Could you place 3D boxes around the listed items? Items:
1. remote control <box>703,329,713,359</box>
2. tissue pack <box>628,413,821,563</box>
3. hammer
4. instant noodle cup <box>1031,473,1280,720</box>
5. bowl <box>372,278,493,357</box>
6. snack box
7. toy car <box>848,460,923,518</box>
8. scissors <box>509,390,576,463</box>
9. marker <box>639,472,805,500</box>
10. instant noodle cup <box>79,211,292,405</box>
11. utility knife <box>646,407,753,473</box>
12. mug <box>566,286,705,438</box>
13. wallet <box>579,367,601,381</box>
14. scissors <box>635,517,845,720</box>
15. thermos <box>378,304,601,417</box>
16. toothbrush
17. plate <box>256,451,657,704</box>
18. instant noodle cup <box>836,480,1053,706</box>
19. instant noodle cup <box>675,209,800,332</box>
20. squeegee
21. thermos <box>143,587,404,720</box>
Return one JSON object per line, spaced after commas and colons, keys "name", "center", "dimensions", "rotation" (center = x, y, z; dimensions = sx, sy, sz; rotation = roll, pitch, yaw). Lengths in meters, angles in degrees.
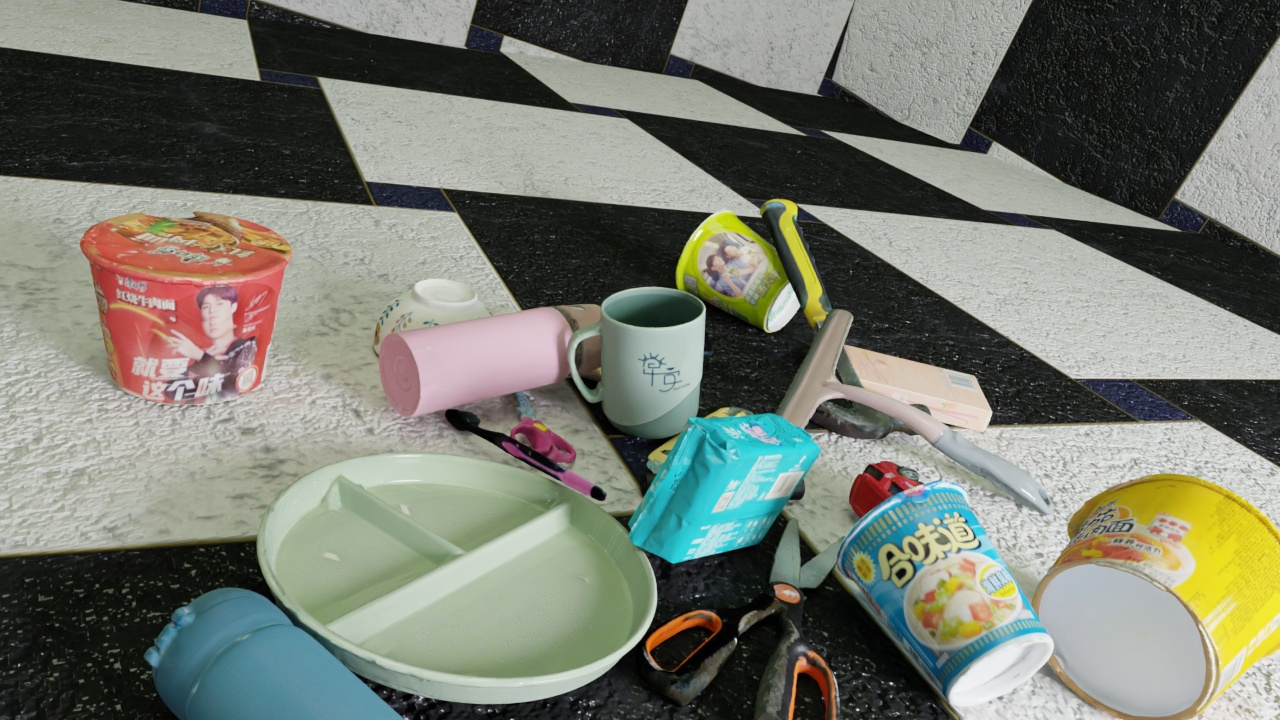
{"name": "remote control", "center": [0.043, -0.024, 0.937], "dimensions": [0.053, 0.024, 0.136], "rotation": [11, 18, -7]}
{"name": "tissue pack", "center": [0.055, 0.082, 0.609], "dimensions": [0.050, 0.093, 0.133], "rotation": [41, 22, 31]}
{"name": "hammer", "center": [0.179, -0.054, 0.939], "dimensions": [0.126, 0.032, 0.322], "rotation": [0, 49, -16]}
{"name": "instant noodle cup", "center": [0.324, 0.155, 0.582], "dimensions": [0.109, 0.138, 0.138], "rotation": [-21, 40, -37]}
{"name": "bowl", "center": [-0.176, -0.035, 0.813], "dimensions": [0.113, 0.062, 0.113], "rotation": [12, 23, -5]}
{"name": "snack box", "center": [0.275, 0.026, 0.949], "dimensions": [0.157, 0.026, 0.084], "rotation": [13, 25, 1]}
{"name": "toy car", "center": [0.201, 0.121, 0.679], "dimensions": [0.045, 0.053, 0.120], "rotation": [-2, 26, -28]}
{"name": "scissors", "center": [-0.090, 0.046, 0.738], "dimensions": [0.056, 0.017, 0.133], "rotation": [17, 17, -27]}
{"name": "marker", "center": [0.064, 0.096, 0.703], "dimensions": [0.132, 0.020, 0.022], "rotation": [3, -3, -18]}
{"name": "instant noodle cup", "center": [-0.333, -0.037, 0.681], "dimensions": [0.138, 0.109, 0.137], "rotation": [11, 24, -5]}
{"name": "utility knife", "center": [0.049, 0.066, 0.770], "dimensions": [0.031, 0.018, 0.165], "rotation": [15, 27, 28]}
{"name": "mug", "center": [-0.004, 0.004, 0.753], "dimensions": [0.111, 0.106, 0.082], "rotation": [-4, 29, -10]}
{"name": "wallet", "center": [-0.008, 0.009, 0.852], "dimensions": [0.115, 0.024, 0.087], "rotation": [13, 19, -2]}
{"name": "scissors", "center": [0.075, 0.154, 0.579], "dimensions": [0.190, 0.022, 0.229], "rotation": [8, 25, -9]}
{"name": "thermos", "center": [-0.115, -0.008, 0.755], "dimensions": [0.198, 0.067, 0.087], "rotation": [-15, 25, -42]}
{"name": "toothbrush", "center": [-0.085, 0.065, 0.663], "dimensions": [0.017, 0.014, 0.189], "rotation": [1, 14, -45]}
{"name": "plate", "center": [-0.103, 0.118, 0.537], "dimensions": [0.230, 0.027, 0.230], "rotation": [14, 19, -5]}
{"name": "instant noodle cup", "center": [0.190, 0.147, 0.568], "dimensions": [0.099, 0.099, 0.109], "rotation": [0, 41, -26]}
{"name": "instant noodle cup", "center": [0.121, -0.094, 1.049], "dimensions": [0.123, 0.112, 0.111], "rotation": [37, 33, 26]}
{"name": "squeegee", "center": [0.248, 0.064, 0.798], "dimensions": [0.249, 0.040, 0.246], "rotation": [28, 45, 8]}
{"name": "thermos", "center": [-0.126, 0.173, 0.389], "dimensions": [0.220, 0.070, 0.070], "rotation": [27, 28, 29]}
